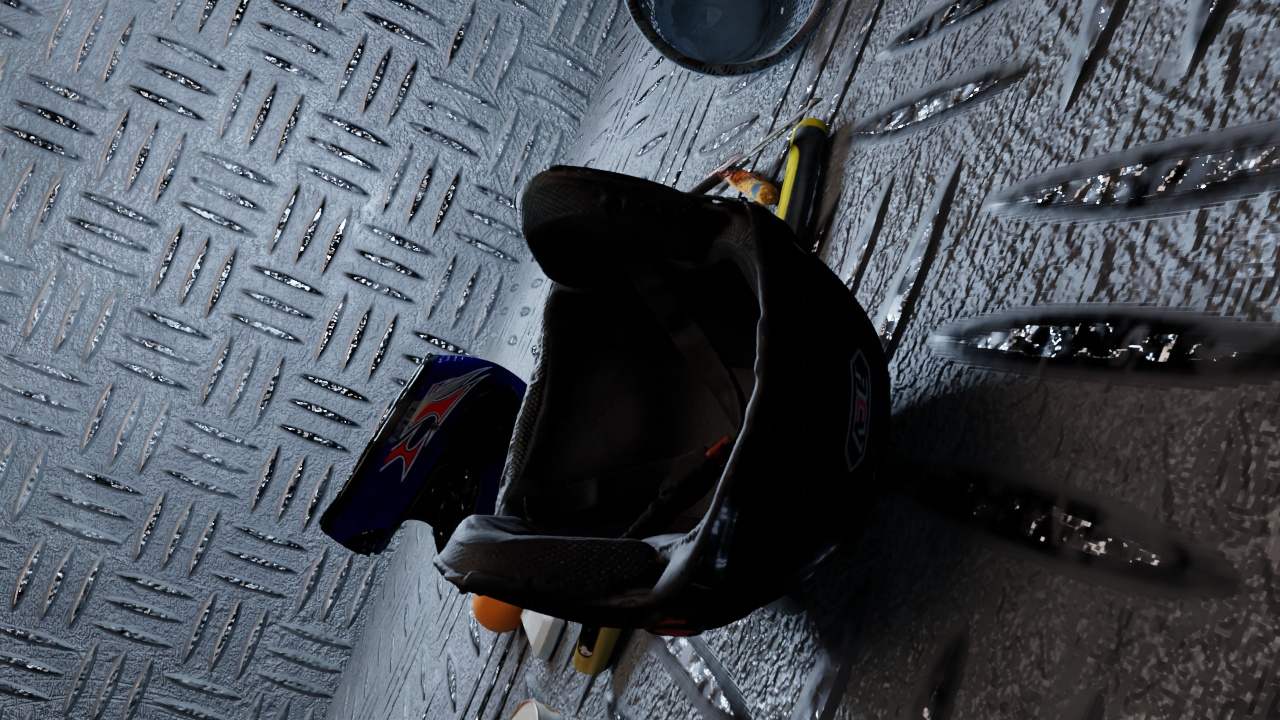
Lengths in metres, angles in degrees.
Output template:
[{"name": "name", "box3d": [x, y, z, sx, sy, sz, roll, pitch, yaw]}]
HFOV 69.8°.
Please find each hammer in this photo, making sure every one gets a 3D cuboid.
[{"name": "hammer", "box3d": [0.111, -0.065, 0.727, 0.126, 0.032, 0.322, -41, 28, 59]}]

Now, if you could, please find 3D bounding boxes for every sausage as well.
[{"name": "sausage", "box3d": [0.111, -0.175, 0.917, 0.021, 0.021, 0.165, -63, 15, 13]}]

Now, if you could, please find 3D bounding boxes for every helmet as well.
[{"name": "helmet", "box3d": [0.024, 0.030, 0.505, 0.275, 0.230, 0.233, -8, 70, 58]}, {"name": "helmet", "box3d": [-0.244, 0.149, 1.226, 0.248, 0.240, 0.314, -49, 12, 51]}]

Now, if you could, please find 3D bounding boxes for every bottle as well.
[{"name": "bottle", "box3d": [-0.137, 0.250, 1.075, 0.150, 0.066, 0.066, -54, 17, 16]}]

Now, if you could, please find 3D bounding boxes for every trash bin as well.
[{"name": "trash bin", "box3d": [0.093, -0.421, 1.041, 0.195, 0.226, 0.227, -78, 13, -82]}]

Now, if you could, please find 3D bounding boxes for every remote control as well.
[{"name": "remote control", "box3d": [-0.108, 0.278, 0.989, 0.049, 0.024, 0.125, -66, 14, -2]}]

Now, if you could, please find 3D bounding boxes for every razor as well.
[{"name": "razor", "box3d": [-0.020, 0.180, 0.761, 0.062, 0.067, 0.167, 25, 99, 44]}]

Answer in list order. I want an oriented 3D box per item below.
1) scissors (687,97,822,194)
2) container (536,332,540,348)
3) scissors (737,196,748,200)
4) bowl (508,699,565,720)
[{"name": "scissors", "box3d": [0.082, -0.181, 0.875, 0.189, 0.015, 0.226, -37, 7, 3]}, {"name": "container", "box3d": [-0.056, -0.032, 1.110, 0.090, 0.111, 0.090, -65, 14, 9]}, {"name": "scissors", "box3d": [0.018, -0.116, 0.901, 0.228, 0.021, 0.221, -28, -3, -9]}, {"name": "bowl", "box3d": [-0.078, 0.332, 0.723, 0.114, 0.062, 0.113, -58, 18, 31]}]
